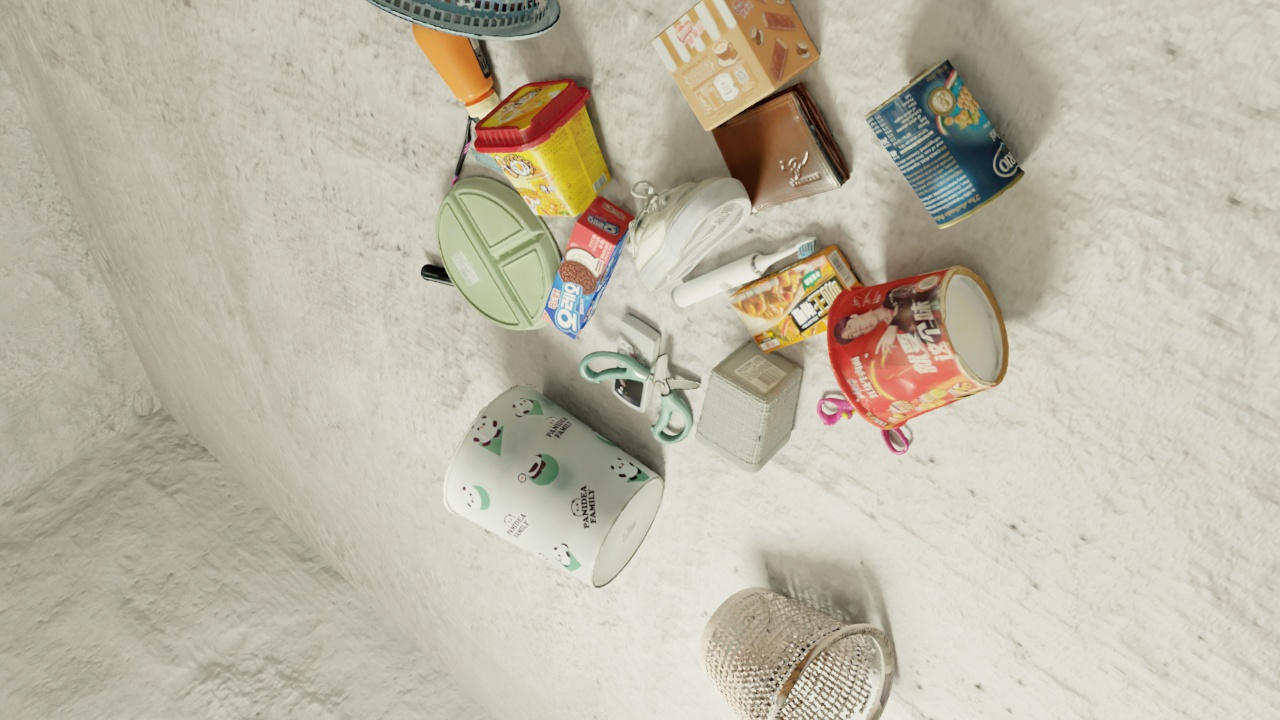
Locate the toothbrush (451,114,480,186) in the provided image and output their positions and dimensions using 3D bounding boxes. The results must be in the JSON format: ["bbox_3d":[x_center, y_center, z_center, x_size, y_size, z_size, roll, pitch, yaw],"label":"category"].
[{"bbox_3d":[-0.230,-0.273,1.207,0.018,0.014,0.190,36,146,-1],"label":"toothbrush"}]

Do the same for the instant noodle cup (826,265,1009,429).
[{"bbox_3d":[0.248,-0.017,0.811,0.109,0.137,0.138,-21,105,46],"label":"instant noodle cup"}]

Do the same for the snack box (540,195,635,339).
[{"bbox_3d":[-0.067,-0.108,1.127,0.058,0.057,0.208,31,145,1],"label":"snack box"}]

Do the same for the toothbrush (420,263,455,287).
[{"bbox_3d":[-0.253,-0.115,1.370,0.213,0.026,0.027,16,116,37],"label":"toothbrush"}]

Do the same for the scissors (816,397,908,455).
[{"bbox_3d":[0.243,0.050,0.978,0.136,0.017,0.134,52,142,2],"label":"scissors"}]

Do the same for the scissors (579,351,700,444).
[{"bbox_3d":[0.001,0.047,1.210,0.175,0.019,0.170,8,134,21],"label":"scissors"}]

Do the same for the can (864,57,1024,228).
[{"bbox_3d":[0.237,-0.171,0.722,0.111,0.075,0.075,54,146,-5],"label":"can"}]

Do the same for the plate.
[{"bbox_3d":[-0.200,-0.140,1.265,0.230,0.027,0.231,23,131,28],"label":"plate"}]

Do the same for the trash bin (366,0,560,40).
[{"bbox_3d":[-0.156,-0.432,0.824,0.226,0.225,0.196,39,132,16],"label":"trash bin"}]

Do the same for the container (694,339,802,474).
[{"bbox_3d":[0.125,0.049,1.047,0.090,0.090,0.114,31,138,25],"label":"container"}]

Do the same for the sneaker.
[{"bbox_3d":[0.039,-0.150,0.946,0.090,0.089,0.243,61,161,4],"label":"sneaker"}]

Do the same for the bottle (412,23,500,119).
[{"bbox_3d":[-0.208,-0.343,1.079,0.067,0.066,0.149,7,134,45],"label":"bottle"}]

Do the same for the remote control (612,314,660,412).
[{"bbox_3d":[-0.007,0.007,1.212,0.058,0.021,0.150,33,142,23],"label":"remote control"}]

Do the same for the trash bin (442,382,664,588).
[{"bbox_3d":[-0.119,0.191,1.346,0.252,0.228,0.230,29,141,21],"label":"trash bin"}]

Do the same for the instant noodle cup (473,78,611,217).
[{"bbox_3d":[-0.102,-0.233,1.025,0.116,0.115,0.124,11,142,42],"label":"instant noodle cup"}]

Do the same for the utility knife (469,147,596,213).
[{"bbox_3d":[-0.127,-0.223,1.134,0.231,0.015,0.033,28,140,26],"label":"utility knife"}]

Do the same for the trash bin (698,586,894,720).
[{"bbox_3d":[0.191,0.411,1.224,0.192,0.227,0.228,25,140,51],"label":"trash bin"}]

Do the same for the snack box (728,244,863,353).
[{"bbox_3d":[0.163,-0.061,0.952,0.075,0.026,0.154,55,145,-8],"label":"snack box"}]

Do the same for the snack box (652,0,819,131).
[{"bbox_3d":[0.083,-0.271,0.799,0.093,0.076,0.094,-18,109,54],"label":"snack box"}]

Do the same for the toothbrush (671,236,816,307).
[{"bbox_3d":[0.108,-0.095,0.983,0.222,0.026,0.026,-18,66,54],"label":"toothbrush"}]

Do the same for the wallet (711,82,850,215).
[{"bbox_3d":[0.127,-0.194,0.864,0.125,0.032,0.101,-8,119,53],"label":"wallet"}]
